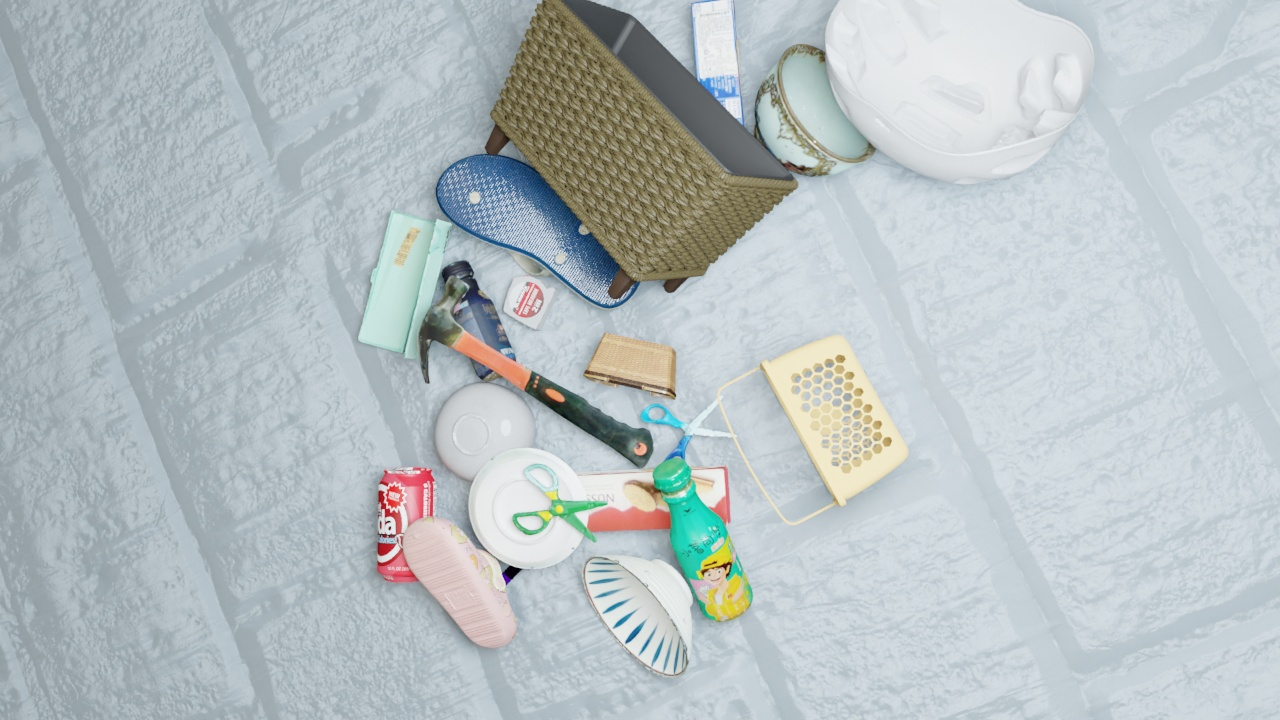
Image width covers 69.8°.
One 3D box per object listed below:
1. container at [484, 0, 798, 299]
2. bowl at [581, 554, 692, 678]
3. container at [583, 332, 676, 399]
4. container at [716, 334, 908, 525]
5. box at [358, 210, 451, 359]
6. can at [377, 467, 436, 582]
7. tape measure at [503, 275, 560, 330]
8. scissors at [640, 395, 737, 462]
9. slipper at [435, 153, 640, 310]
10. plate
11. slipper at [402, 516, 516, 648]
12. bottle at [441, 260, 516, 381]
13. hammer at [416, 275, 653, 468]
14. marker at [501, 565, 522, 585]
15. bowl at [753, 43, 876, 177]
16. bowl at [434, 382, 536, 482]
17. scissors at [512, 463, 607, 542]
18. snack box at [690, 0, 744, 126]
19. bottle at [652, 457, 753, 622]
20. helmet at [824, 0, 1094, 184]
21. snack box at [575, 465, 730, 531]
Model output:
[{"bbox_3d":[-0.017,-0.238,1.075,0.321,0.176,0.205,50,120,18],"label":"container"},{"bbox_3d":[0.014,0.293,1.120,0.070,0.178,0.177,-35,79,-33],"label":"bowl"},{"bbox_3d":[-0.007,0.007,1.156,0.114,0.063,0.061,12,83,12],"label":"container"},{"bbox_3d":[0.196,0.080,1.074,0.167,0.129,0.183,-29,83,2],"label":"container"},{"bbox_3d":[-0.312,-0.102,1.214,0.110,0.078,0.187,17,91,5],"label":"box"},{"bbox_3d":[-0.306,0.214,1.203,0.074,0.074,0.142,0,88,12],"label":"can"},{"bbox_3d":[-0.144,-0.078,1.205,0.062,0.020,0.060,27,94,12],"label":"tape measure"},{"bbox_3d":[0.057,0.094,1.144,0.127,0.014,0.128,6,62,15],"label":"scissors"},{"bbox_3d":[-0.126,-0.168,1.188,0.295,0.060,0.118,34,91,5],"label":"slipper"},{"bbox_3d":[-0.143,0.187,1.149,0.157,0.014,0.157,1,97,11],"label":"plate"},{"bbox_3d":[-0.216,0.271,1.168,0.093,0.081,0.197,-28,100,30],"label":"slipper"},{"bbox_3d":[-0.214,-0.053,1.201,0.056,0.056,0.160,-26,80,10],"label":"bottle"},{"bbox_3d":[-0.128,0.034,1.153,0.333,0.033,0.133,31,85,-4],"label":"hammer"},{"bbox_3d":[-0.164,0.270,1.201,0.018,0.015,0.134,43,97,-11],"label":"marker"},{"bbox_3d":[0.193,-0.281,1.092,0.094,0.159,0.160,-32,80,47],"label":"bowl"},{"bbox_3d":[-0.207,0.095,1.191,0.132,0.064,0.132,0,88,12],"label":"bowl"},{"bbox_3d":[-0.100,0.173,1.125,0.128,0.012,0.121,-10,95,13],"label":"scissors"},{"bbox_3d":[0.099,-0.329,1.144,0.059,0.059,0.226,-5,88,9],"label":"snack box"},{"bbox_3d":[0.070,0.210,1.082,0.068,0.068,0.210,-19,113,10],"label":"bottle"},{"bbox_3d":[0.335,-0.316,1.021,0.282,0.184,0.223,30,68,-4],"label":"helmet"},{"bbox_3d":[-0.024,0.177,1.160,0.273,0.044,0.076,-4,89,12],"label":"snack box"}]
